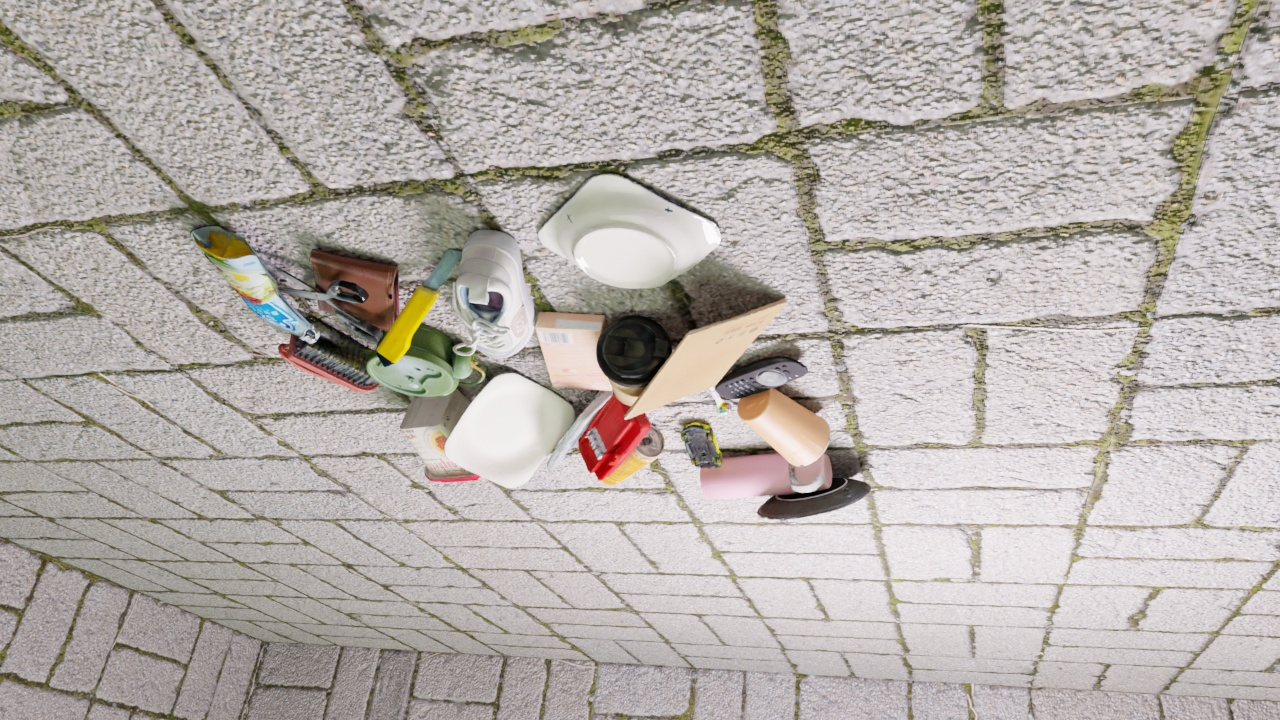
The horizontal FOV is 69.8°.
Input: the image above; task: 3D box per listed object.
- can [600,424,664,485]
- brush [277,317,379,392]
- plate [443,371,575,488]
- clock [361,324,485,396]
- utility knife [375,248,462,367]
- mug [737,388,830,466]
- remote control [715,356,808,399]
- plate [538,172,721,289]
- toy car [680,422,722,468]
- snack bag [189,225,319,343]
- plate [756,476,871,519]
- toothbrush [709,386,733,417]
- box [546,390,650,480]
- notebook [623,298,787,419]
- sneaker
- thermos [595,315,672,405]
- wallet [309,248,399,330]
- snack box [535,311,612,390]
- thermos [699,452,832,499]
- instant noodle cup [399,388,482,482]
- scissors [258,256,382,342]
[{"bbox_3d":[-0.019,0.148,1.429,0.058,0.058,0.146,19,149,-20],"label":"can"},{"bbox_3d":[-0.419,0.002,1.258,0.069,0.063,0.145,-26,140,28],"label":"brush"},{"bbox_3d":[-0.192,0.097,1.334,0.163,0.034,0.164,34,98,-38],"label":"plate"},{"bbox_3d":[-0.288,0.004,1.237,0.161,0.056,0.116,22,149,-24],"label":"clock"},{"bbox_3d":[-0.266,-0.062,1.105,0.033,0.015,0.224,36,127,-11],"label":"utility knife"},{"bbox_3d":[0.192,0.083,1.253,0.078,0.078,0.122,-21,135,41],"label":"mug"},{"bbox_3d":[0.156,0.019,1.191,0.053,0.024,0.137,32,142,-34],"label":"remote control"},{"bbox_3d":[-0.015,-0.120,0.972,0.163,0.034,0.165,22,149,-25],"label":"plate"},{"bbox_3d":[0.094,0.126,1.392,0.048,0.032,0.105,-4,138,20],"label":"toy car"},{"bbox_3d":[-0.466,-0.086,1.120,0.110,0.038,0.191,15,152,15],"label":"snack bag"},{"bbox_3d":[0.267,0.208,1.426,0.179,0.024,0.179,-14,-177,0],"label":"plate"},{"bbox_3d":[0.090,0.023,1.221,0.020,0.029,0.189,39,169,36],"label":"toothbrush"},{"bbox_3d":[-0.074,0.115,1.336,0.100,0.095,0.202,-21,162,-29],"label":"box"},{"bbox_3d":[0.074,0.001,1.095,0.147,0.008,0.208,-19,160,-31],"label":"notebook"},{"bbox_3d":[-0.175,-0.048,1.082,0.089,0.090,0.243,9,152,0],"label":"sneaker"},{"bbox_3d":[-0.007,0.007,1.150,0.093,0.093,0.143,6,159,3],"label":"thermos"},{"bbox_3d":[-0.347,-0.086,1.116,0.101,0.032,0.125,14,150,-7],"label":"wallet"},{"bbox_3d":[-0.082,-0.010,1.193,0.084,0.026,0.157,4,151,6],"label":"snack box"},{"bbox_3d":[0.191,0.182,1.416,0.199,0.087,0.067,-6,111,27],"label":"thermos"},{"bbox_3d":[-0.288,0.108,1.379,0.116,0.116,0.124,-8,136,26],"label":"instant noodle cup"},{"bbox_3d":[-0.384,-0.076,1.110,0.182,0.014,0.159,1,140,40],"label":"scissors"}]
